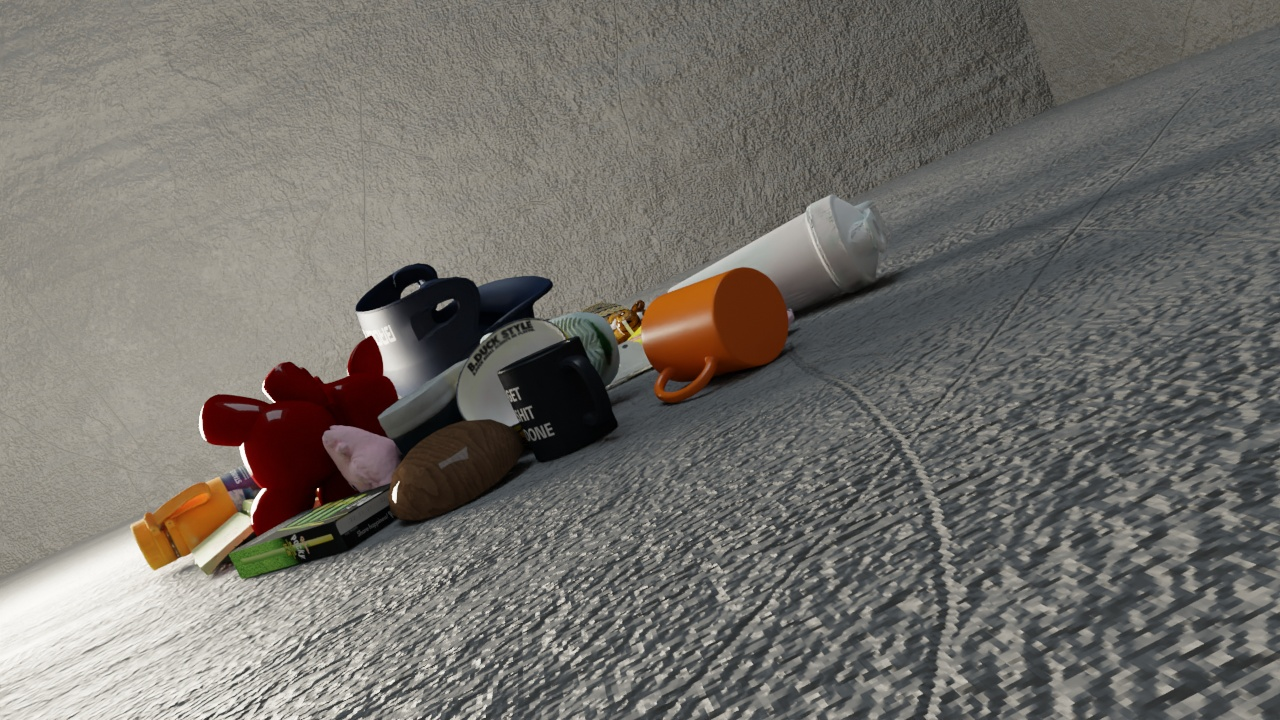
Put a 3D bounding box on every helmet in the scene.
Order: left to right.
[{"bbox_3d":[-0.242,-0.041,1.310,0.271,0.223,0.232,-36,24,-16],"label":"helmet"}]

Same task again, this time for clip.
[{"bbox_3d":[-0.006,0.006,0.992,0.101,0.040,0.054,-24,25,-10],"label":"clip"}]

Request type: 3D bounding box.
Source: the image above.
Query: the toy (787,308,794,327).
[{"bbox_3d":[0.082,-0.030,0.830,0.110,0.047,0.063,-24,-3,33],"label":"toy"}]

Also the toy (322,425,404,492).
[{"bbox_3d":[-0.249,0.092,0.842,0.053,0.096,0.099,-54,7,2],"label":"toy"}]

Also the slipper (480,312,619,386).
[{"bbox_3d":[-0.088,0.005,0.940,0.074,0.104,0.246,-14,-1,-36],"label":"slipper"}]

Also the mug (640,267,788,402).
[{"bbox_3d":[0.051,-0.013,0.734,0.096,0.077,0.112,-15,39,54],"label":"mug"}]

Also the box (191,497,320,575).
[{"bbox_3d":[-0.415,0.175,0.985,0.140,0.047,0.188,-29,9,-26],"label":"box"}]

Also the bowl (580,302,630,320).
[{"bbox_3d":[-0.058,-0.048,1.325,0.112,0.061,0.112,-24,-6,-3],"label":"bowl"}]

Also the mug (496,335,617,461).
[{"bbox_3d":[-0.057,0.028,0.714,0.071,0.077,0.105,-28,7,-31],"label":"mug"}]

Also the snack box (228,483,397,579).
[{"bbox_3d":[-0.268,0.142,0.773,0.148,0.025,0.080,-20,7,33],"label":"snack box"}]

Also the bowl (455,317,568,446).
[{"bbox_3d":[-0.100,0.028,0.831,0.117,0.067,0.117,-15,52,20],"label":"bowl"}]

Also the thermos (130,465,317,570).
[{"bbox_3d":[-0.482,0.162,1.100,0.232,0.091,0.076,-27,28,-27],"label":"thermos"}]

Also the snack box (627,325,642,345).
[{"bbox_3d":[0.021,-0.034,1.081,0.040,0.029,0.147,-20,15,29],"label":"snack box"}]

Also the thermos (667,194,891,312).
[{"bbox_3d":[0.135,-0.087,0.908,0.221,0.099,0.099,-24,5,27],"label":"thermos"}]

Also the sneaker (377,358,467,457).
[{"bbox_3d":[-0.184,0.057,0.900,0.089,0.087,0.235,-31,6,6],"label":"sneaker"}]

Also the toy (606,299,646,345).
[{"bbox_3d":[-0.020,-0.036,1.154,0.087,0.067,0.112,-50,21,15],"label":"toy"}]

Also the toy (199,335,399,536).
[{"bbox_3d":[-0.314,0.074,0.917,0.121,0.158,0.196,-27,2,38],"label":"toy"}]

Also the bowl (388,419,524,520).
[{"bbox_3d":[-0.151,0.078,0.726,0.118,0.030,0.117,-22,21,9],"label":"bowl"}]
